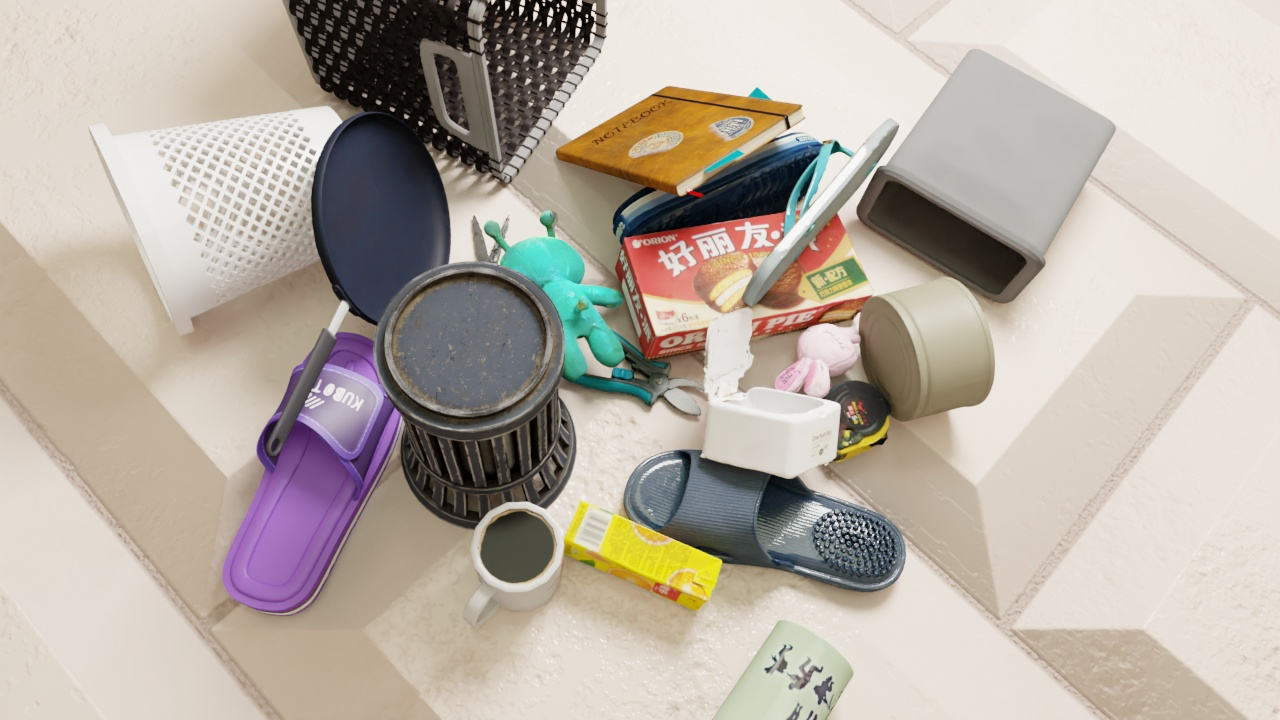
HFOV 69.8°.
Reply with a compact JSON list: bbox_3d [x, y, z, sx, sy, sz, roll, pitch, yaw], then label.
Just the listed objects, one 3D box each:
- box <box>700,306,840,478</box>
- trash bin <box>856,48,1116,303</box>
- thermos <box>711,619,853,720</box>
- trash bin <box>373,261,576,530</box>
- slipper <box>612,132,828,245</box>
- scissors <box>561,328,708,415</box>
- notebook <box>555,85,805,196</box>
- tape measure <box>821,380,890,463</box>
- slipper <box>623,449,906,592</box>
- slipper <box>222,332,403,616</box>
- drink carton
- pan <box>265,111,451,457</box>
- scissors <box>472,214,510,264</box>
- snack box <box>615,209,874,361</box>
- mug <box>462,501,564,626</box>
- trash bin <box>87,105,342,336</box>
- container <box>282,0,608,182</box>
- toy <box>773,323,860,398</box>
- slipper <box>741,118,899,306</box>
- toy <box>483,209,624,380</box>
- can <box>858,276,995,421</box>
[{"bbox_3d":[0.110,0.020,0.829,0.128,0.108,0.137,13,101,33],"label":"box"},{"bbox_3d":[0.376,-0.204,0.996,0.192,0.098,0.219,34,66,10],"label":"trash bin"},{"bbox_3d":[0.076,0.321,0.734,0.082,0.082,0.230,36,68,11],"label":"thermos"},{"bbox_3d":[-0.134,0.032,0.767,0.164,0.228,0.164,2,65,-4],"label":"trash bin"},{"bbox_3d":[0.081,-0.191,0.958,0.252,0.105,0.095,-24,66,-16],"label":"slipper"},{"bbox_3d":[-0.011,0.008,0.905,0.156,0.019,0.124,-11,68,-12],"label":"scissors"},{"bbox_3d":[0.044,-0.234,0.941,0.178,0.014,0.249,-35,34,-19],"label":"notebook"},{"bbox_3d":[0.205,0.057,0.890,0.072,0.042,0.071,-16,62,-7],"label":"tape measure"},{"bbox_3d":[0.117,0.135,0.824,0.263,0.083,0.101,16,63,2],"label":"slipper"},{"bbox_3d":[-0.288,0.084,0.809,0.107,0.084,0.265,15,65,2],"label":"slipper"},{"bbox_3d":[0.001,0.172,0.808,0.134,0.059,0.042,23,65,4],"label":"drink carton"},{"bbox_3d":[-0.255,-0.067,0.814,0.021,0.199,0.355,-1,52,21],"label":"pan"},{"bbox_3d":[-0.160,-0.074,0.933,0.162,0.013,0.158,-37,74,-20],"label":"scissors"},{"bbox_3d":[0.104,-0.081,0.925,0.236,0.060,0.113,-11,67,-15],"label":"snack box"},{"bbox_3d":[-0.112,0.179,0.777,0.073,0.090,0.105,34,67,11],"label":"mug"},{"bbox_3d":[-0.372,-0.149,0.866,0.199,0.196,0.195,-24,69,-25],"label":"trash bin"},{"bbox_3d":[-0.198,-0.382,0.949,0.244,0.248,0.245,24,65,10],"label":"container"},{"bbox_3d":[0.176,-0.002,0.903,0.064,0.047,0.109,6,45,39],"label":"toy"},{"bbox_3d":[0.169,-0.161,0.887,0.055,0.098,0.268,38,63,7],"label":"slipper"},{"bbox_3d":[-0.081,-0.068,0.894,0.130,0.073,0.193,-17,61,-25],"label":"toy"},{"bbox_3d":[0.270,-0.010,0.879,0.073,0.128,0.127,-14,67,-9],"label":"can"}]
